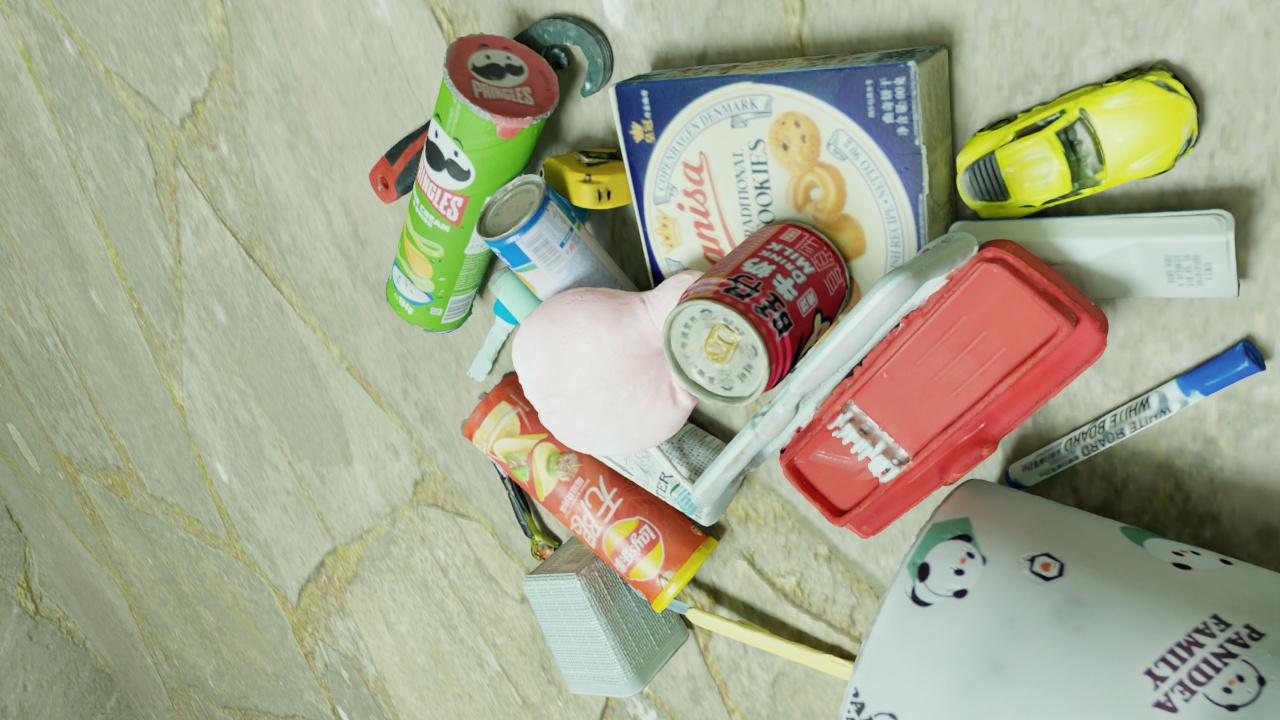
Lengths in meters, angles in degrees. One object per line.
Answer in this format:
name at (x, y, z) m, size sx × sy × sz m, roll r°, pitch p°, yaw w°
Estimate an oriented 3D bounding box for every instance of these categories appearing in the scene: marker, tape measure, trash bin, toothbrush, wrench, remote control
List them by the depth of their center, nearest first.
remote control at (0.212, -0.048, 0.439) m, size 0.125 × 0.024 × 0.049 m, roll 2°, pitch 151°, yaw 38°
trash bin at (0.251, 0.190, 0.448) m, size 0.252 × 0.228 × 0.230 m, roll 22°, pitch 130°, yaw 34°
marker at (0.251, 0.033, 0.480) m, size 0.017 × 0.016 × 0.146 m, roll 48°, pitch 136°, yaw 3°
tape measure at (-0.026, -0.118, 0.574) m, size 0.060 × 0.057 × 0.029 m, roll 41°, pitch 140°, yaw 48°
toothbrush at (-0.030, 0.017, 0.640) m, size 0.224 × 0.027 × 0.026 m, roll 48°, pitch 170°, yaw 15°
wrench at (-0.121, -0.169, 0.648) m, size 0.274 × 0.016 × 0.056 m, roll -16°, pitch 107°, yaw 43°

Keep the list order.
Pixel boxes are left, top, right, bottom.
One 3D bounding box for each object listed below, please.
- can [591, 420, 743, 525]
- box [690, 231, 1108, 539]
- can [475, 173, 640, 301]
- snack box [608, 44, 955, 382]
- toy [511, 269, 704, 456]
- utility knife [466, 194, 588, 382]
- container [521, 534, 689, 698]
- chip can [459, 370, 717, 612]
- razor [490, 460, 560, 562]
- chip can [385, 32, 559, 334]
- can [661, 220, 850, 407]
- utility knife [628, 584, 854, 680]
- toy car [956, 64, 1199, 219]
can at (0.003, 0.059, 0.668) m, size 0.147 × 0.058 × 0.058 m, roll 29°, pitch 133°, yaw 20°
box at (0.119, 0.030, 0.463) m, size 0.110 × 0.099 × 0.202 m, roll 42°, pitch 136°, yaw 8°
can at (-0.044, -0.056, 0.596) m, size 0.053 × 0.053 × 0.134 m, roll -1°, pitch 144°, yaw 40°
snack box at (0.082, -0.077, 0.522) m, size 0.183 × 0.045 × 0.178 m, roll 7°, pitch 123°, yaw 35°
toy at (-0.003, 0.003, 0.567) m, size 0.160 × 0.054 × 0.121 m, roll -18°, pitch 117°, yaw 28°
utility knife at (-0.095, -0.049, 0.704) m, size 0.034 × 0.018 × 0.235 m, roll 45°, pitch 135°, yaw 8°
container at (-0.033, 0.210, 0.779) m, size 0.090 × 0.089 × 0.111 m, roll -16°, pitch 103°, yaw 44°
chip can at (-0.042, 0.101, 0.725) m, size 0.216 × 0.073 × 0.073 m, roll 39°, pitch 135°, yaw 13°
razor at (-0.105, 0.137, 0.835) m, size 0.043 × 0.022 × 0.143 m, roll -13°, pitch 109°, yaw 41°
chip can at (-0.124, -0.109, 0.635) m, size 0.072 × 0.072 × 0.237 m, roll 44°, pitch 142°, yaw 7°
can at (0.060, -0.024, 0.474) m, size 0.066 × 0.093 × 0.067 m, roll 21°, pitch 131°, yaw 27°
utility knife at (0.082, 0.214, 0.717) m, size 0.202 × 0.021 × 0.031 m, roll 12°, pitch 138°, yaw 15°
toy car at (0.198, -0.097, 0.425) m, size 0.105 × 0.032 × 0.048 m, roll -16°, pitch 106°, yaw 42°
